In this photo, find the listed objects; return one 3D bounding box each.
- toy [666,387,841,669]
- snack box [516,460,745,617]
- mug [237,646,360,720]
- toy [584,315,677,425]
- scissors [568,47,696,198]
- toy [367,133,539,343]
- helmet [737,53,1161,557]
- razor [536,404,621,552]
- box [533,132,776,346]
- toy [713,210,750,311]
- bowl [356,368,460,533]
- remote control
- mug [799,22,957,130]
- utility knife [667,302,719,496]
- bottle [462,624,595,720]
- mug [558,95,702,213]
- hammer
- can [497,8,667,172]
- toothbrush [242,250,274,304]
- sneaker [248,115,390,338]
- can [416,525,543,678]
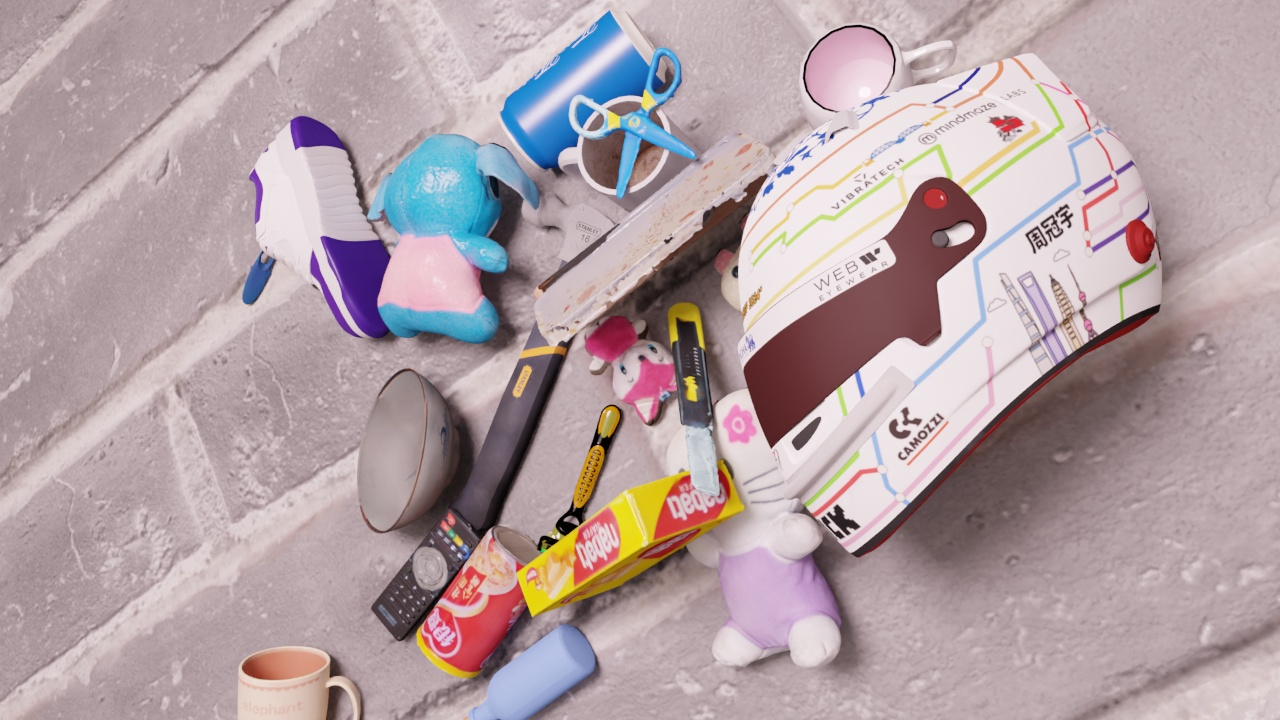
[{"bbox_3d":[0.093,0.127,0.707,0.138,0.085,0.209,-22,80,51],"label":"toy"},{"bbox_3d":[-0.013,0.140,0.703,0.201,0.092,0.042,-44,63,49],"label":"snack box"},{"bbox_3d":[-0.324,0.337,0.871,0.111,0.085,0.104,4,94,-6],"label":"mug"},{"bbox_3d":[-0.005,0.005,0.782,0.065,0.050,0.102,-44,88,5],"label":"toy"},{"bbox_3d":[-0.008,-0.191,0.733,0.131,0.014,0.125,11,86,28],"label":"scissors"},{"bbox_3d":[-0.194,-0.113,0.854,0.224,0.098,0.191,1,85,36],"label":"toy"},{"bbox_3d":[0.179,-0.055,0.612,0.314,0.231,0.236,-37,78,-9],"label":"helmet"},{"bbox_3d":[-0.047,0.107,0.811,0.044,0.021,0.144,20,90,-1],"label":"razor"},{"bbox_3d":[0.010,-0.096,0.724,0.217,0.156,0.071,-37,104,7],"label":"box"},{"bbox_3d":[0.107,-0.075,0.759,0.087,0.050,0.112,-43,64,12],"label":"toy"},{"bbox_3d":[-0.207,0.086,0.852,0.151,0.056,0.150,-22,62,48],"label":"bowl"},{"bbox_3d":[-0.198,0.199,0.850,0.045,0.021,0.141,44,110,14],"label":"remote control"},{"bbox_3d":[0.188,-0.221,0.727,0.124,0.076,0.090,-15,77,20],"label":"mug"},{"bbox_3d":[0.042,0.024,0.706,0.029,0.020,0.233,-7,36,2],"label":"utility knife"},{"bbox_3d":[-0.102,0.284,0.795,0.131,0.048,0.048,-39,70,14],"label":"bottle"},{"bbox_3d":[-0.013,-0.169,0.793,0.120,0.096,0.083,3,84,23],"label":"mug"},{"bbox_3d":[-0.101,0.006,0.842,0.139,0.035,0.312,25,93,22],"label":"hammer"},{"bbox_3d":[-0.052,-0.243,0.830,0.146,0.079,0.079,-36,71,15],"label":"can"},{"bbox_3d":[-0.402,-0.121,0.995,0.016,0.021,0.132,27,94,59],"label":"toothbrush"},{"bbox_3d":[-0.333,-0.119,0.927,0.111,0.091,0.244,-29,75,22],"label":"sneaker"},{"bbox_3d":[-0.137,0.212,0.810,0.067,0.066,0.124,38,98,23],"label":"can"}]
